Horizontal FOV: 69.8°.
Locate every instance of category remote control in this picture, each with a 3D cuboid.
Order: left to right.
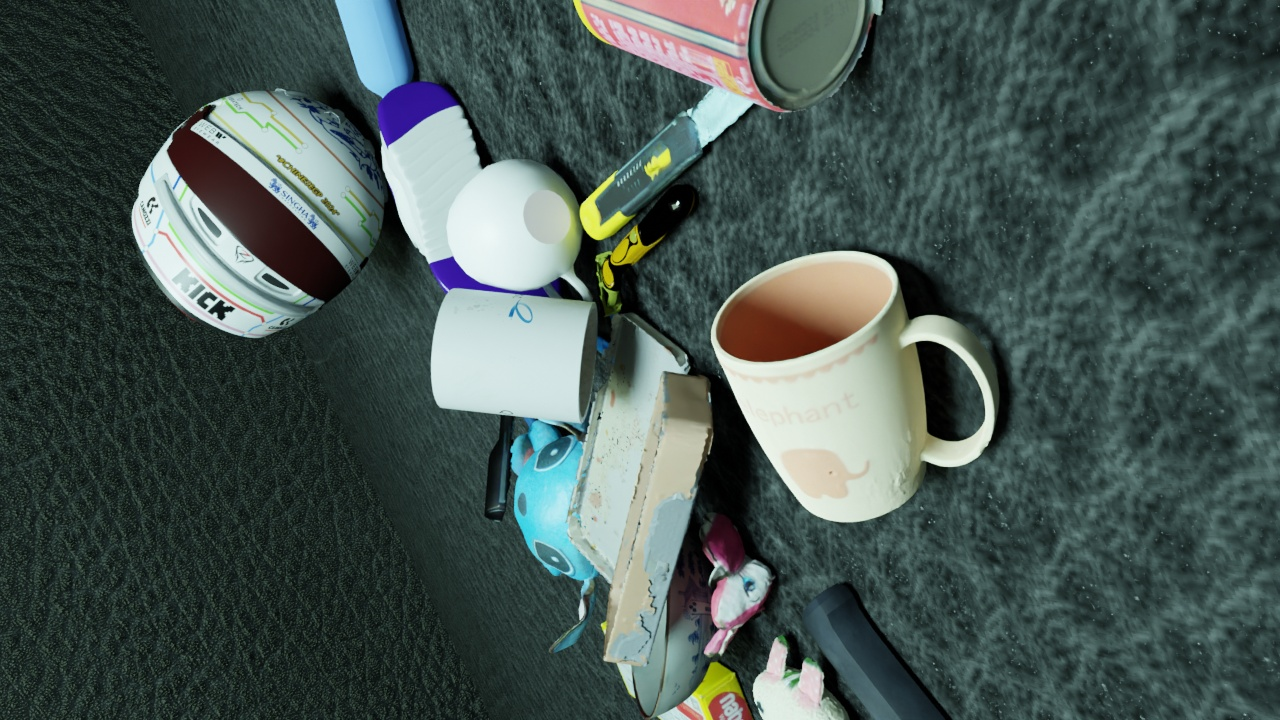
[{"bbox_3d":[-0.128,0.075,0.850,0.046,0.021,0.140,119,156,-61],"label":"remote control"}]

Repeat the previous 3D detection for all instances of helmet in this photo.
[{"bbox_3d":[-0.397,-0.175,0.999,0.231,0.236,0.314,48,179,-28],"label":"helmet"}]

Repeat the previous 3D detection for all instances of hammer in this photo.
[{"bbox_3d":[0.198,0.258,0.505,0.312,0.035,0.140,53,156,23],"label":"hammer"}]

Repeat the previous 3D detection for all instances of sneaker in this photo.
[{"bbox_3d":[-0.150,-0.102,0.767,0.244,0.091,0.111,63,158,9],"label":"sneaker"}]

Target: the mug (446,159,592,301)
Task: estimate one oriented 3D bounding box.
[{"bbox_3d":[-0.074,-0.081,0.641,0.076,0.090,0.124,-3,130,54],"label":"mug"}]

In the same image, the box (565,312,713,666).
[{"bbox_3d":[-0.004,0.090,0.640,0.156,0.071,0.217,51,138,46],"label":"box"}]

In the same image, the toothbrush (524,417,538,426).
[{"bbox_3d":[-0.126,0.026,0.935,0.021,0.016,0.132,12,125,62],"label":"toothbrush"}]

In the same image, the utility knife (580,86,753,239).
[{"bbox_3d":[0.012,-0.113,0.512,0.029,0.020,0.234,61,155,-1],"label":"utility knife"}]

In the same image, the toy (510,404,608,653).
[{"bbox_3d":[-0.070,0.140,0.835,0.192,0.098,0.224,164,100,-73],"label":"toy"}]

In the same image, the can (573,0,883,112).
[{"bbox_3d":[0.030,-0.150,0.375,0.124,0.066,0.067,39,147,43],"label":"can"}]

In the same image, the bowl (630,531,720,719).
[{"bbox_3d":[0.033,0.199,0.712,0.151,0.056,0.150,-174,91,-82],"label":"bowl"}]

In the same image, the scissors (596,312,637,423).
[{"bbox_3d":[-0.004,0.007,0.680,0.125,0.014,0.131,35,140,45],"label":"scissors"}]

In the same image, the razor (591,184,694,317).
[{"bbox_3d":[-0.001,-0.072,0.571,0.144,0.021,0.044,142,121,-61],"label":"razor"}]

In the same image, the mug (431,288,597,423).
[{"bbox_3d":[-0.081,-0.007,0.644,0.119,0.096,0.083,-66,-18,-77],"label":"mug"}]

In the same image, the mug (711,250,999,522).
[{"bbox_3d":[0.099,0.016,0.406,0.112,0.085,0.104,-2,127,33],"label":"mug"}]

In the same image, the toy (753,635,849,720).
[{"bbox_3d":[0.116,0.251,0.650,0.087,0.050,0.112,24,130,56],"label":"toy"}]

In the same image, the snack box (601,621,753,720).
[{"bbox_3d":[0.035,0.310,0.876,0.201,0.042,0.092,7,122,62],"label":"snack box"}]

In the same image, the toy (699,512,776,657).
[{"bbox_3d":[0.067,0.154,0.640,0.050,0.065,0.102,-1,115,29],"label":"toy"}]

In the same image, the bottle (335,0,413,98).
[{"bbox_3d":[-0.222,-0.262,0.790,0.048,0.048,0.131,37,145,45],"label":"bottle"}]
